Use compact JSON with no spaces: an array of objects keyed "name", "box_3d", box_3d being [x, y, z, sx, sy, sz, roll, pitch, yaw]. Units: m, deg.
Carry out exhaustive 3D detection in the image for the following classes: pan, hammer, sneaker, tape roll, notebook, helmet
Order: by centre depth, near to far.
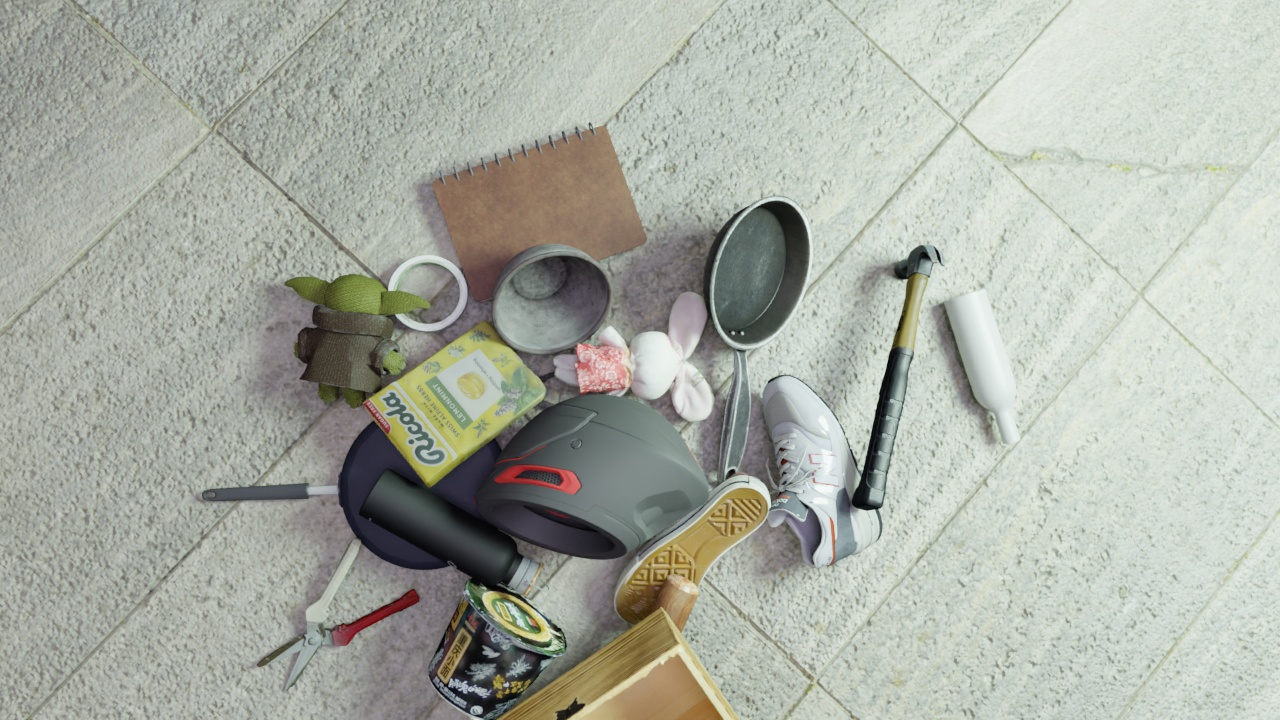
[{"name":"helmet","box_3d":[-0.047,0.123,1.041,0.265,0.164,0.169,7,57,26]},{"name":"hammer","box_3d":[-0.020,0.378,1.062,0.158,0.037,0.301,27,98,-4]},{"name":"pan","box_3d":[-0.334,0.152,1.083,0.356,0.021,0.198,-2,90,-4]},{"name":"sneaker","box_3d":[0.193,0.142,1.090,0.124,0.089,0.240,-33,93,-38]},{"name":"hammer","box_3d":[0.306,0.015,1.092,0.025,0.118,0.332,17,76,-4]},{"name":"sneaker","box_3d":[0.057,0.216,1.094,0.118,0.087,0.241,40,105,-14]},{"name":"tape roll","box_3d":[-0.257,-0.081,1.112,0.094,0.018,0.094,0,86,-5]},{"name":"pan","box_3d":[0.127,-0.023,1.113,0.187,0.055,0.357,0,107,-45]},{"name":"notebook","box_3d":[-0.124,-0.185,1.131,0.225,0.024,0.167,-20,90,-7]}]

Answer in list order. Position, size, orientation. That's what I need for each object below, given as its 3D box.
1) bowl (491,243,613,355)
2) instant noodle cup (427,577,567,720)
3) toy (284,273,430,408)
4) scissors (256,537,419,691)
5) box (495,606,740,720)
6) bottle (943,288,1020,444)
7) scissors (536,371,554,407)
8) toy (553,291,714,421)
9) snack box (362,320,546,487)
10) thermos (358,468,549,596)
[{"name":"bowl","box_3d":[-0.112,-0.083,1.086,0.144,0.067,0.145,-12,132,-14]},{"name":"instant noodle cup","box_3d":[-0.170,0.332,1.044,0.137,0.137,0.112,34,94,-3]},{"name":"toy","box_3d":[-0.338,-0.024,1.069,0.179,0.078,0.152,9,85,10]},{"name":"scissors","box_3d":[-0.353,0.295,1.074,0.194,0.015,0.179,-2,98,-11]},{"name":"box","box_3d":[0.003,0.477,0.928,0.279,0.263,0.269,-34,107,-5]},{"name":"bottle","box_3d":[0.441,0.010,1.164,0.052,0.052,0.195,-17,88,-7]},{"name":"scissors","box_3d":[-0.182,0.041,1.115,0.157,0.012,0.168,42,83,-3]},{"name":"toy","box_3d":[-0.007,0.006,1.101,0.194,0.084,0.159,-8,99,-4]},{"name":"snack box","box_3d":[-0.211,0.045,1.068,0.180,0.045,0.121,-37,83,-19]},{"name":"thermos","box_3d":[-0.205,0.206,1.051,0.231,0.061,0.061,31,83,-5]}]
